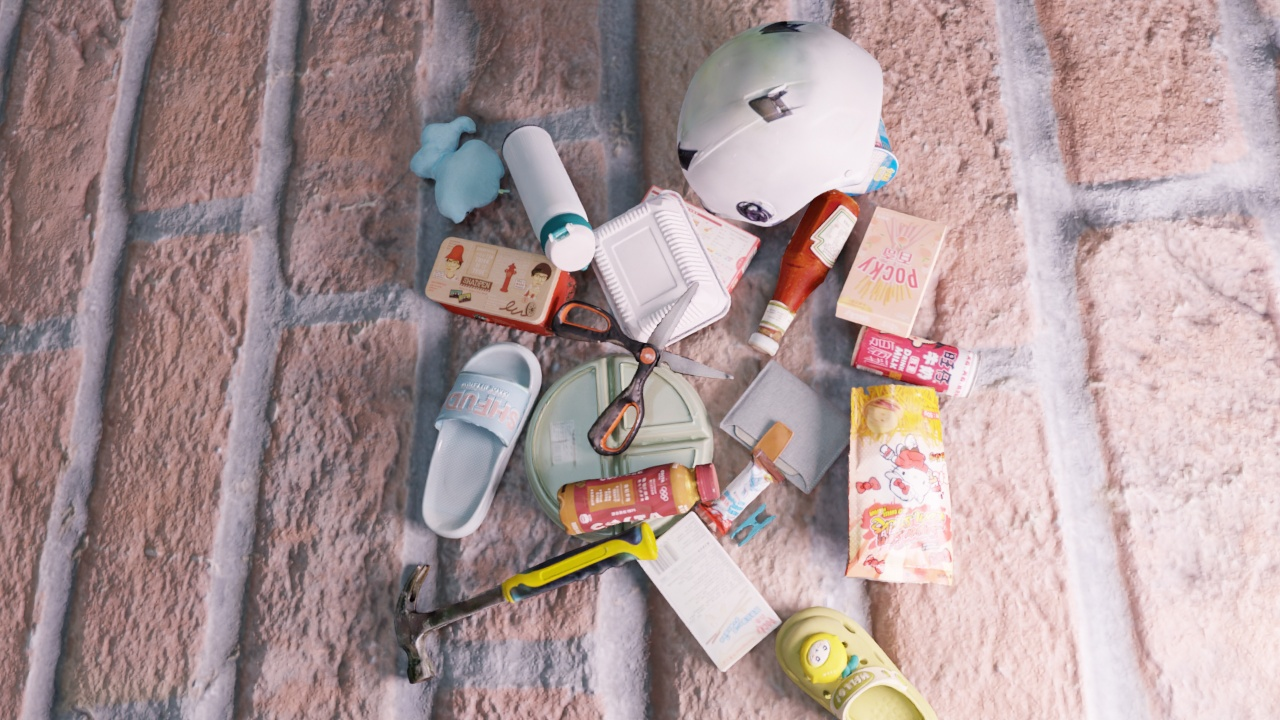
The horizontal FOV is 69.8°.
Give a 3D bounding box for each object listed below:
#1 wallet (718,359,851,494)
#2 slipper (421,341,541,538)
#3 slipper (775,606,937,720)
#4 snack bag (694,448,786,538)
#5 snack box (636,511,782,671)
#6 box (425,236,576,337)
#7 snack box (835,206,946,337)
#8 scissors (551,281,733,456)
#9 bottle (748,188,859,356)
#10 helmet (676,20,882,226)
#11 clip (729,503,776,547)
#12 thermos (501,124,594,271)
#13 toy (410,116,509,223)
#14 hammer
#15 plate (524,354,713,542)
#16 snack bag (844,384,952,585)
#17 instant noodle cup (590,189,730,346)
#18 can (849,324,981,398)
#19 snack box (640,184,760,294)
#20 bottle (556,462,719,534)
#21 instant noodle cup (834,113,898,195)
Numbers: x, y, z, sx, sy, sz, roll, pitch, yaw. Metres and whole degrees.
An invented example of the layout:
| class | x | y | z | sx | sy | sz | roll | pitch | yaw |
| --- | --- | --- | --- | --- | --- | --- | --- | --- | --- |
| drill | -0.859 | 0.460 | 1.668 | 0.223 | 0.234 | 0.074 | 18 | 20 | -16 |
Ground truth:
| class | x | y | z | sx | sy | sz | roll | pitch | yaw |
| --- | --- | --- | --- | --- | --- | --- | --- | --- | --- |
| wallet | 0.168 | 0.075 | 1.040 | 0.130 | 0.037 | 0.106 | 38 | 84 | 18 |
| slipper | -0.200 | 0.089 | 1.089 | 0.104 | 0.074 | 0.245 | 15 | 80 | 16 |
| slipper | 0.225 | 0.332 | 0.937 | 0.190 | 0.081 | 0.091 | 42 | 83 | 16 |
| snack bag | 0.111 | 0.149 | 1.029 | 0.104 | 0.026 | 0.048 | -44 | 82 | 14 |
| snack box | 0.074 | 0.253 | 1.015 | 0.084 | 0.027 | 0.157 | -39 | 71 | -2 |
| box | -0.169 | -0.090 | 1.138 | 0.168 | 0.077 | 0.091 | 14 | 79 | 21 |
| snack box | 0.287 | -0.103 | 1.046 | 0.084 | 0.026 | 0.157 | 19 | 60 | 16 |
| scissors | -0.007 | 0.005 | 1.045 | 0.230 | 0.021 | 0.221 | 17 | 93 | 20 |
| bottle | 0.187 | -0.102 | 1.075 | 0.060 | 0.060 | 0.206 | 27 | 85 | 17 |
| helmet | 0.134 | -0.281 | 1.034 | 0.259 | 0.146 | 0.228 | -8 | 60 | 39 |
| clip | 0.126 | 0.185 | 1.030 | 0.057 | 0.014 | 0.046 | -42 | 73 | -4 |
| thermos | -0.110 | -0.196 | 1.115 | 0.073 | 0.073 | 0.224 | -27 | 51 | 3 |
| toy | -0.236 | -0.251 | 1.202 | 0.156 | 0.050 | 0.161 | 11 | 69 | 21 |
| hammer | -0.135 | 0.253 | 1.041 | 0.324 | 0.032 | 0.126 | -23 | 71 | 10 |
| plate | -0.029 | 0.100 | 1.077 | 0.230 | 0.027 | 0.230 | -3 | 74 | 10 |
| snack bag | 0.277 | 0.133 | 0.983 | 0.128 | 0.073 | 0.207 | 7 | 74 | -15 |
| instant noodle cup | 0.012 | -0.107 | 1.088 | 0.138 | 0.060 | 0.173 | -27 | 78 | 14 |
| can | 0.306 | 0.000 | 1.024 | 0.133 | 0.053 | 0.053 | 17 | 79 | 15 |
| snack box | 0.061 | -0.149 | 1.127 | 0.156 | 0.027 | 0.077 | 30 | 83 | 17 |
| bottle | -0.002 | 0.149 | 1.013 | 0.175 | 0.057 | 0.057 | -13 | 73 | 8 |
| instant noodle cup | 0.250 | -0.269 | 1.092 | 0.099 | 0.099 | 0.109 | -4 | 67 | 10 |
